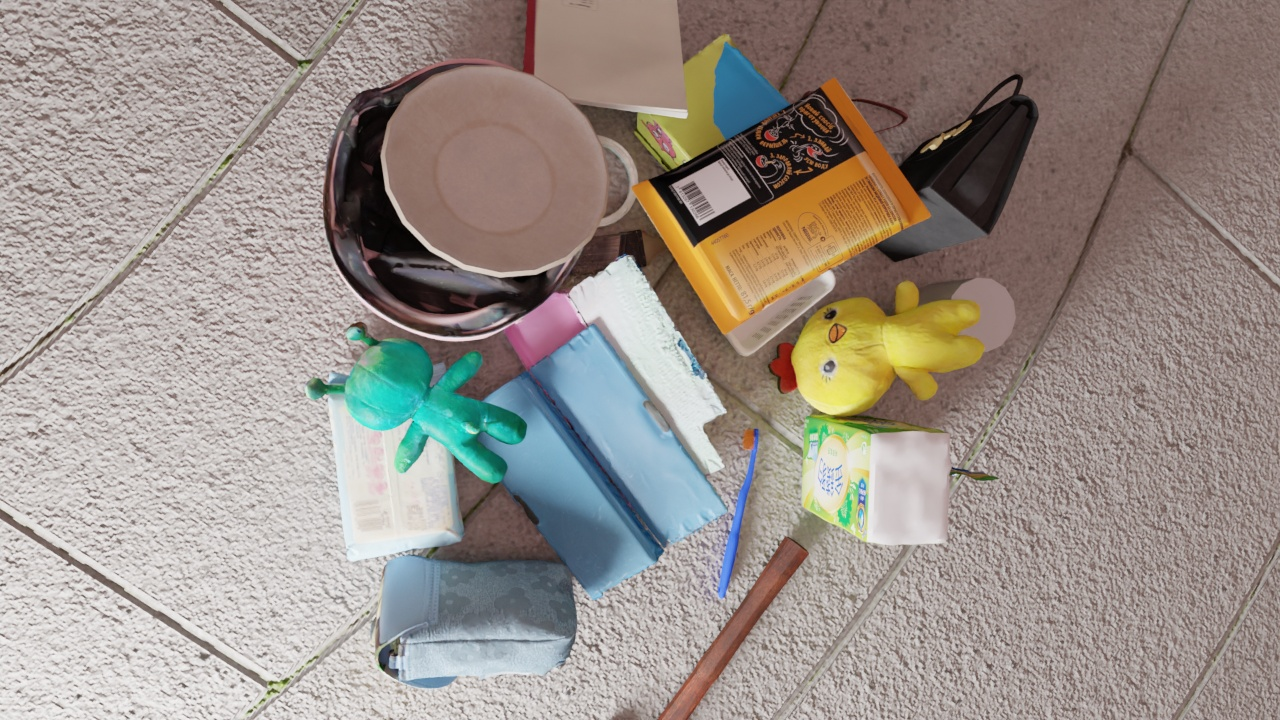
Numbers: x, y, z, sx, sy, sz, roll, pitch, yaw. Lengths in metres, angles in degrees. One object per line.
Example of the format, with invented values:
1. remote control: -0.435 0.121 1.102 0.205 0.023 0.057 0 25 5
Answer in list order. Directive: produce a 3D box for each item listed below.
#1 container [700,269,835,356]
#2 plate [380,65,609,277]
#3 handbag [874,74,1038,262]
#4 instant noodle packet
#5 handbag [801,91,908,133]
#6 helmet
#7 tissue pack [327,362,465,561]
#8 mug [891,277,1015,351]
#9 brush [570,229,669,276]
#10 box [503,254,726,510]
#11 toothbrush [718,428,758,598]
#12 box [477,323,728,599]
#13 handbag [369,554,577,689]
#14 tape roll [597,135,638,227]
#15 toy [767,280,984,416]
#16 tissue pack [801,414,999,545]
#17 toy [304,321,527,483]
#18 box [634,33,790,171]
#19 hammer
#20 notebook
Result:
1. container: 0.126 -0.072 0.946 0.129 0.049 0.081 -38 97 -7
2. plate: -0.121 -0.157 0.769 0.188 0.027 0.188 5 75 -18
3. handbag: 0.322 -0.208 0.917 0.072 0.176 0.195 37 82 -8
4. instant noodle packet: 0.127 -0.143 0.831 0.220 0.032 0.160 -30 79 -6
5. handbag: 0.229 -0.258 0.975 0.119 0.029 0.055 -5 95 -16
6. helmet: -0.164 -0.137 0.840 0.230 0.153 0.255 15 78 -11
7. tissue pack: -0.233 0.095 0.877 0.112 0.070 0.182 -6 90 -10
8. mug: 0.319 -0.047 0.961 0.105 0.089 0.073 3 91 -10
9. brush: 0.001 -0.115 0.941 0.151 0.012 0.039 -9 93 -10
10. box: -0.013 0.025 0.895 0.160 0.035 0.230 -28 98 24
11. toothbrush: 0.100 0.160 0.965 0.018 0.016 0.182 12 89 -5
12. box: -0.048 0.102 0.893 0.175 0.033 0.231 -35 96 19
13. handbag: -0.159 0.253 0.877 0.191 0.121 0.119 4 123 -16
14. tape roll: -0.048 -0.181 0.930 0.093 0.013 0.093 0 92 -10
15. toy: 0.235 -0.008 0.918 0.092 0.208 0.133 38 47 -37
16. tissue pack: 0.255 0.111 0.899 0.141 0.197 0.120 2 97 -8
17. toy: -0.192 0.039 0.819 0.193 0.072 0.130 31 81 -17
18. box: 0.107 -0.193 0.898 0.124 0.081 0.221 -41 83 -8
19. hammer: 0.078 0.314 0.959 0.111 0.028 0.300 38 85 -8
20. notebook: -0.034 -0.310 0.870 0.153 0.012 0.208 5 54 -9
